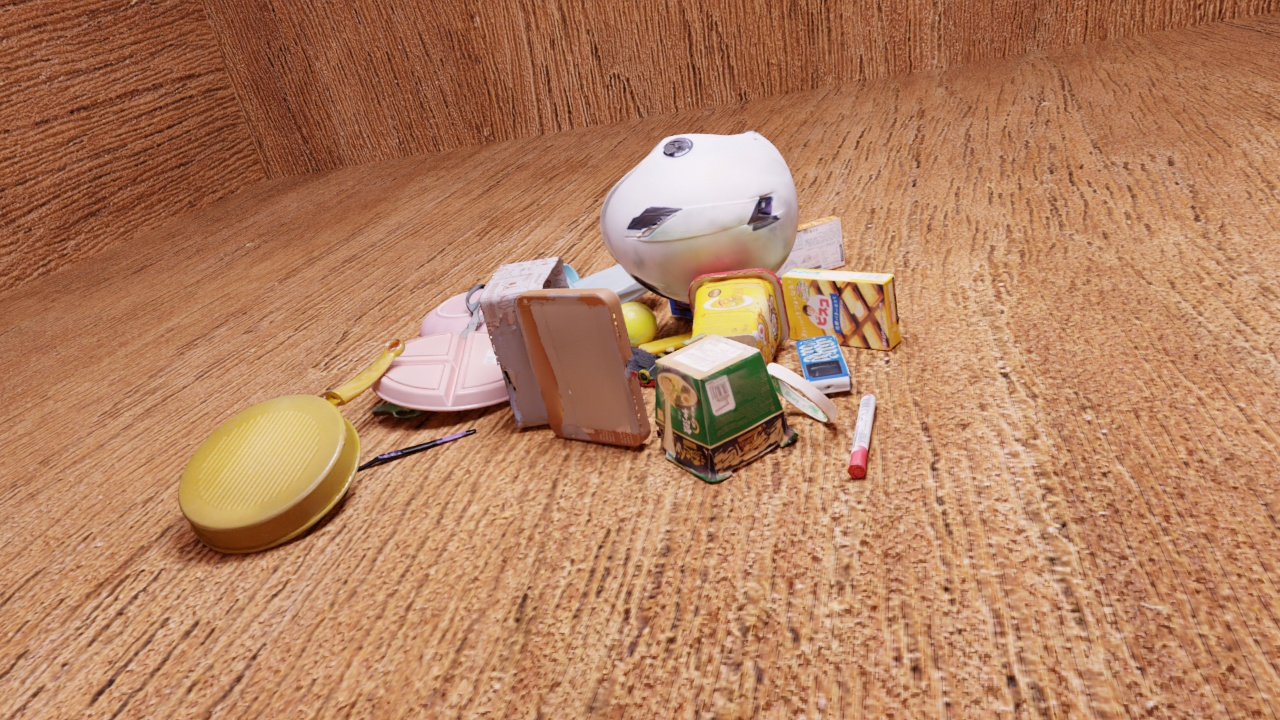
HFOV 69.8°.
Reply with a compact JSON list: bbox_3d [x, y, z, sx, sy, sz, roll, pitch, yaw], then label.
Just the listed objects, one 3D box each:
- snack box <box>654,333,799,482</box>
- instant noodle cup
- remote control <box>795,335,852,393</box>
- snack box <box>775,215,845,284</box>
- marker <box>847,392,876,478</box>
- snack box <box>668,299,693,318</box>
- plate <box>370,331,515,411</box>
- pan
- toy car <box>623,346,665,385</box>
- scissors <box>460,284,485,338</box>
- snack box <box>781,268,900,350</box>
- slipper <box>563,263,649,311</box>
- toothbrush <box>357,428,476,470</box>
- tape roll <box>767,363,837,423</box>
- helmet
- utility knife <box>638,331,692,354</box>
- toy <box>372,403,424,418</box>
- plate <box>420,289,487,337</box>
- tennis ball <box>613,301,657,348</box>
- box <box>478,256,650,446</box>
[{"bbox_3d":[0.077,0.040,0.933,0.118,0.106,0.118,-26,27,-26],"label":"snack box"},{"bbox_3d":[0.112,-0.034,1.095,0.116,0.116,0.123,-4,36,18],"label":"instant noodle cup"},{"bbox_3d":[0.209,0.005,1.051,0.049,0.024,0.124,-9,22,8],"label":"remote control"},{"bbox_3d":[0.226,-0.157,1.350,0.153,0.075,0.026,-17,25,-11],"label":"snack box"},{"bbox_3d":[0.220,0.071,0.904,0.017,0.017,0.144,-3,24,21],"label":"marker"},{"bbox_3d":[0.116,-0.078,1.262,0.084,0.026,0.157,-20,18,-27],"label":"snack box"},{"bbox_3d":[-0.244,0.007,1.223,0.229,0.028,0.229,0,22,0],"label":"plate"},{"bbox_3d":[-0.379,0.076,1.070,0.198,0.078,0.356,4,47,22],"label":"pan"},{"bbox_3d":[-0.007,0.007,1.147,0.106,0.031,0.049,16,41,29],"label":"toy car"},{"bbox_3d":[-0.250,-0.058,1.376,0.164,0.014,0.164,-29,45,-10],"label":"scissors"},{"bbox_3d":[0.242,-0.064,1.112,0.141,0.087,0.033,11,32,42],"label":"snack box"},{"bbox_3d":[-0.086,-0.104,1.352,0.245,0.074,0.104,-23,32,5],"label":"slipper"},{"bbox_3d":[-0.286,0.107,1.082,0.188,0.017,0.014,-17,23,-14],"label":"toothbrush"},{"bbox_3d":[0.163,0.034,0.939,0.014,0.086,0.086,-52,33,-7],"label":"tape roll"},{"bbox_3d":[0.087,-0.161,1.175,0.258,0.229,0.145,-12,41,-7],"label":"helmet"},{"bbox_3d":[0.039,-0.021,1.207,0.223,0.015,0.033,-14,23,-9],"label":"utility knife"},{"bbox_3d":[-0.298,0.052,1.198,0.096,0.030,0.091,-11,19,12],"label":"toy"},{"bbox_3d":[-0.260,-0.077,1.463,0.192,0.039,0.192,-11,23,4],"label":"plate"},{"bbox_3d":[-0.010,-0.046,1.229,0.065,0.065,0.065,-11,23,4],"label":"tennis ball"},{"bbox_3d":[-0.096,-0.009,1.044,0.136,0.180,0.269,-21,23,-19],"label":"box"}]
